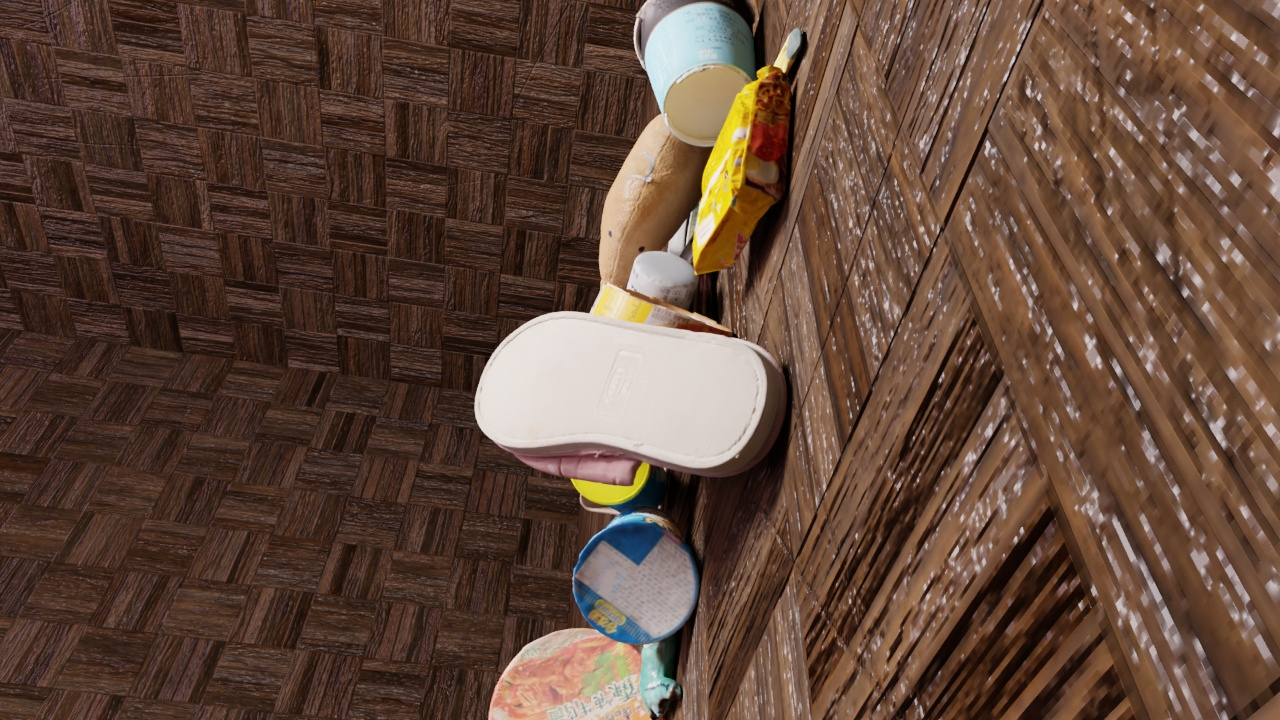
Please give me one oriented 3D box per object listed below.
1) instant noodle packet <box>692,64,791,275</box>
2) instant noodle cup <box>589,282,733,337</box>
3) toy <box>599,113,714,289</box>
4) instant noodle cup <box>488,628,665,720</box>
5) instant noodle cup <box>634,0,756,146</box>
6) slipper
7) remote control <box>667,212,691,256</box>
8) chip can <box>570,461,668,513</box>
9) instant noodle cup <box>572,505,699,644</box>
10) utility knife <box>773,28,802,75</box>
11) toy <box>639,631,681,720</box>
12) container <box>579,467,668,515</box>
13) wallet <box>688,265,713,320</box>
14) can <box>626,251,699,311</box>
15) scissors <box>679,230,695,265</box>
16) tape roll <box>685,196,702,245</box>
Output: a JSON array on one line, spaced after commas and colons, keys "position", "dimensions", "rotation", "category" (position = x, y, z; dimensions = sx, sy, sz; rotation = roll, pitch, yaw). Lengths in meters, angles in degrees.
[{"position": [0.070, -0.126, 0.651], "dimensions": [0.129, 0.044, 0.110], "rotation": [120, 164, -69], "category": "instant noodle packet"}, {"position": [0.003, 0.007, 0.719], "dimensions": [0.138, 0.138, 0.110], "rotation": [-113, 44, -81], "category": "instant noodle cup"}, {"position": [0.006, -0.140, 0.865], "dimensions": [0.225, 0.082, 0.143], "rotation": [-58, -16, -16], "category": "toy"}, {"position": [-0.054, 0.331, 0.818], "dimensions": [0.112, 0.151, 0.151], "rotation": [90, -177, -52], "category": "instant noodle cup"}, {"position": [0.051, -0.248, 0.780], "dimensions": [0.111, 0.111, 0.120], "rotation": [103, 167, -48], "category": "instant noodle cup"}, {"position": [-0.014, 0.026, 0.609], "dimensions": [0.275, 0.054, 0.114], "rotation": [2, 71, 45], "category": "slipper"}, {"position": [0.050, -0.168, 1.060], "dimensions": [0.058, 0.021, 0.149], "rotation": [86, -169, -62], "category": "remote control"}, {"position": [-0.016, 0.108, 0.873], "dimensions": [0.210, 0.071, 0.071], "rotation": [64, -148, -76], "category": "chip can"}, {"position": [0.001, 0.167, 0.759], "dimensions": [0.110, 0.099, 0.099], "rotation": [-49, -33, -84], "category": "instant noodle cup"}, {"position": [0.087, -0.180, 0.700], "dimensions": [0.220, 0.022, 0.030], "rotation": [106, 180, -70], "category": "utility knife"}, {"position": [0.017, 0.252, 0.762], "dimensions": [0.097, 0.030, 0.091], "rotation": [133, 140, -69], "category": "toy"}, {"position": [-0.017, 0.121, 1.041], "dimensions": [0.111, 0.090, 0.090], "rotation": [-116, 34, -88], "category": "container"}, {"position": [0.048, -0.030, 0.855], "dimensions": [0.101, 0.032, 0.124], "rotation": [108, 170, -47], "category": "wallet"}, {"position": [0.005, -0.023, 0.824], "dimensions": [0.058, 0.058, 0.147], "rotation": [-88, 13, -54], "category": "can"}, {"position": [0.029, -0.084, 0.870], "dimensions": [0.193, 0.015, 0.207], "rotation": [-156, 83, -71], "category": "scissors"}, {"position": [0.060, -0.133, 0.967], "dimensions": [0.086, 0.014, 0.086], "rotation": [-174, 92, -85], "category": "tape roll"}]
